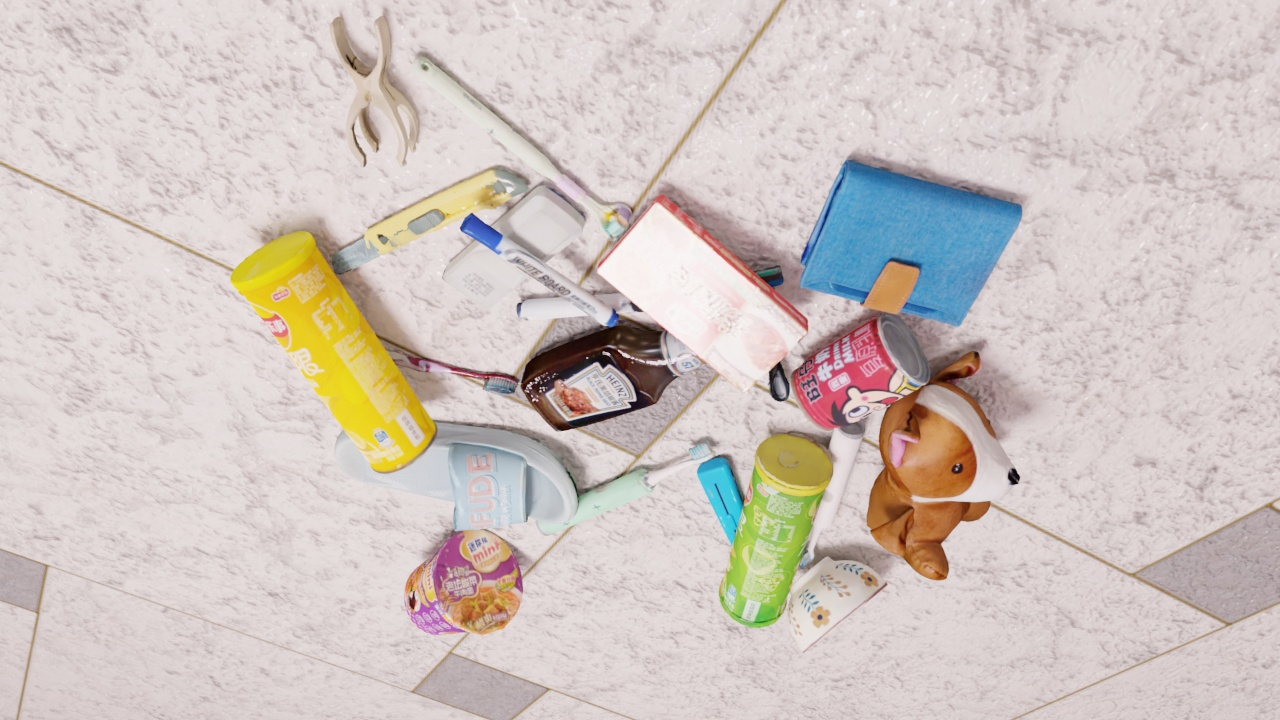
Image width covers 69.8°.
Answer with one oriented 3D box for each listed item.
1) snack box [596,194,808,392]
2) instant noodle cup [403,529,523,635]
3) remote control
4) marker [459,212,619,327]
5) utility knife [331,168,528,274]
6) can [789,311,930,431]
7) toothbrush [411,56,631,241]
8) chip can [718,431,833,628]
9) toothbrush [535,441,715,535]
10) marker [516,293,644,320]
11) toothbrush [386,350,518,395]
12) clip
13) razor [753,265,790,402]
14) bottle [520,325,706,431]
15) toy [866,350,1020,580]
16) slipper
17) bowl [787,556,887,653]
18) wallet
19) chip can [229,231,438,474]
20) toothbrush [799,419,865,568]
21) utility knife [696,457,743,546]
[{"bbox_3d":[0.048,-0.049,0.699,0.153,0.025,0.075,40,116,-10],"label":"snack box"},{"bbox_3d":[-0.202,0.252,1.010,0.111,0.111,0.099,37,136,-25],"label":"instant noodle cup"},{"bbox_3d":[-0.100,-0.086,0.719,0.049,0.024,0.125,37,129,-27],"label":"remote control"},{"bbox_3d":[-0.074,-0.067,0.705,0.145,0.016,0.017,33,130,-29],"label":"marker"},{"bbox_3d":[-0.173,-0.108,0.719,0.195,0.020,0.031,-17,123,29],"label":"utility knife"},{"bbox_3d":[0.176,0.011,0.742,0.066,0.066,0.094,37,128,-25],"label":"can"},{"bbox_3d":[-0.083,-0.152,0.657,0.189,0.029,0.020,36,169,-23],"label":"toothbrush"},{"bbox_3d":[0.126,0.171,0.888,0.072,0.072,0.222,9,129,0],"label":"chip can"},{"bbox_3d":[-0.018,0.130,0.913,0.225,0.026,0.027,-27,103,30],"label":"toothbrush"},{"bbox_3d":[-0.038,-0.044,0.755,0.131,0.018,0.023,-4,142,12],"label":"marker"},{"bbox_3d":[-0.203,0.007,0.828,0.187,0.017,0.016,12,135,-3],"label":"toothbrush"},{"bbox_3d":[-0.171,-0.183,0.633,0.081,0.034,0.105,13,126,-1],"label":"clip"},{"bbox_3d":[0.105,-0.020,0.752,0.043,0.022,0.143,-11,130,11],"label":"razor"},{"bbox_3d":[-0.005,0.005,0.779,0.195,0.043,0.080,-19,126,23],"label":"bottle"},{"bbox_3d":[0.252,0.094,0.776,0.131,0.139,0.200,18,137,34],"label":"toy"},{"bbox_3d":[-0.181,0.116,0.893,0.245,0.074,0.104,11,133,0],"label":"slipper"},{"bbox_3d":[0.193,0.245,0.955,0.062,0.113,0.114,49,135,19],"label":"bowl"},{"bbox_3d":[0.193,-0.083,0.670,0.133,0.040,0.107,14,130,-4],"label":"wallet"},{"bbox_3d":[-0.251,-0.002,0.775,0.072,0.071,0.213,-13,125,20],"label":"chip can"},{"bbox_3d":[0.180,0.135,0.889,0.027,0.026,0.221,39,144,30],"label":"toothbrush"},{"bbox_3d":[0.099,0.169,0.941,0.034,0.018,0.207,-10,133,16],"label":"utility knife"}]
